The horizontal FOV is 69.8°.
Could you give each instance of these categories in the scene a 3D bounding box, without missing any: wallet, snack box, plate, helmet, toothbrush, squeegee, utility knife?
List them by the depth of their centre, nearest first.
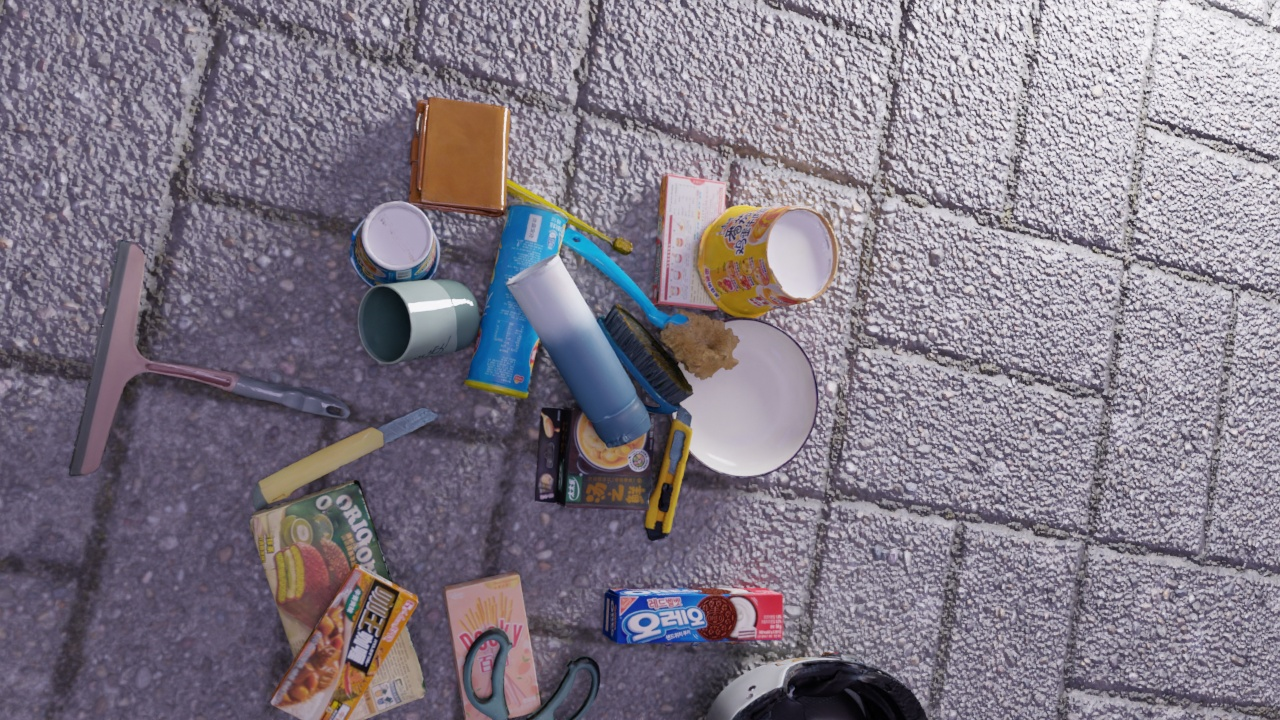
[{"bbox_3d":[-0.296,0.290,0.923,0.075,0.026,0.153,33,81,-13],"label":"snack box"},{"bbox_3d":[-0.429,0.025,0.955,0.249,0.040,0.248,15,100,-20],"label":"squeegee"},{"bbox_3d":[-0.316,0.256,0.966,0.114,0.063,0.240,-19,93,-16],"label":"snack box"},{"bbox_3d":[-0.320,0.101,0.993,0.212,0.022,0.031,-26,96,-8],"label":"utility knife"},{"bbox_3d":[-0.201,-0.227,1.021,0.107,0.031,0.131,4,73,-13],"label":"wallet"},{"bbox_3d":[-0.166,0.322,1.025,0.084,0.026,0.157,-10,91,-17],"label":"snack box"},{"bbox_3d":[0.180,0.445,1.052,0.273,0.157,0.230,2,86,-26],"label":"helmet"},{"bbox_3d":[-0.051,0.113,1.056,0.125,0.053,0.113,5,87,-21],"label":"snack box"},{"bbox_3d":[-0.092,-0.171,1.067,0.190,0.017,0.015,27,80,-13],"label":"toothbrush"},{"bbox_3d":[0.033,0.133,1.068,0.033,0.015,0.171,13,102,3],"label":"utility knife"},{"bbox_3d":[0.063,0.299,1.075,0.207,0.057,0.058,3,84,-15],"label":"snack box"},{"bbox_3d":[0.059,-0.140,1.104,0.077,0.027,0.155,5,87,-16],"label":"snack box"},{"bbox_3d":[0.120,0.045,1.108,0.192,0.039,0.192,1,88,-16],"label":"plate"}]

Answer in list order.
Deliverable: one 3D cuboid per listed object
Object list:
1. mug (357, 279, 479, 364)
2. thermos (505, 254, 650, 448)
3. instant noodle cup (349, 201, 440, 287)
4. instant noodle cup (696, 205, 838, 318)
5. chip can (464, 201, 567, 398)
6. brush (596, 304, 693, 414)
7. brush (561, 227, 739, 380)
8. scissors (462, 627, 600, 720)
[{"bbox_3d":[-0.240,-0.037,0.979,0.106,0.112,0.082,-15,75,-55],"label":"mug"},{"bbox_3d":[-0.062,-0.006,0.987,0.070,0.070,0.220,-34,106,-14],"label":"thermos"},{"bbox_3d":[-0.259,-0.123,0.971,0.099,0.110,0.099,0,89,-16],"label":"instant noodle cup"},{"bbox_3d":[0.155,-0.119,1.071,0.137,0.110,0.138,0,91,-31],"label":"instant noodle cup"},{"bbox_3d":[-0.138,-0.067,1.024,0.071,0.071,0.210,14,84,-15],"label":"chip can"},{"bbox_3d":[-0.006,0.006,1.053,0.074,0.055,0.144,-43,74,16],"label":"brush"},{"bbox_3d":[0.007,-0.070,1.051,0.254,0.046,0.083,40,52,6],"label":"brush"},{"bbox_3d":[-0.116,0.373,1.014,0.180,0.019,0.170,-7,89,-18],"label":"scissors"}]
